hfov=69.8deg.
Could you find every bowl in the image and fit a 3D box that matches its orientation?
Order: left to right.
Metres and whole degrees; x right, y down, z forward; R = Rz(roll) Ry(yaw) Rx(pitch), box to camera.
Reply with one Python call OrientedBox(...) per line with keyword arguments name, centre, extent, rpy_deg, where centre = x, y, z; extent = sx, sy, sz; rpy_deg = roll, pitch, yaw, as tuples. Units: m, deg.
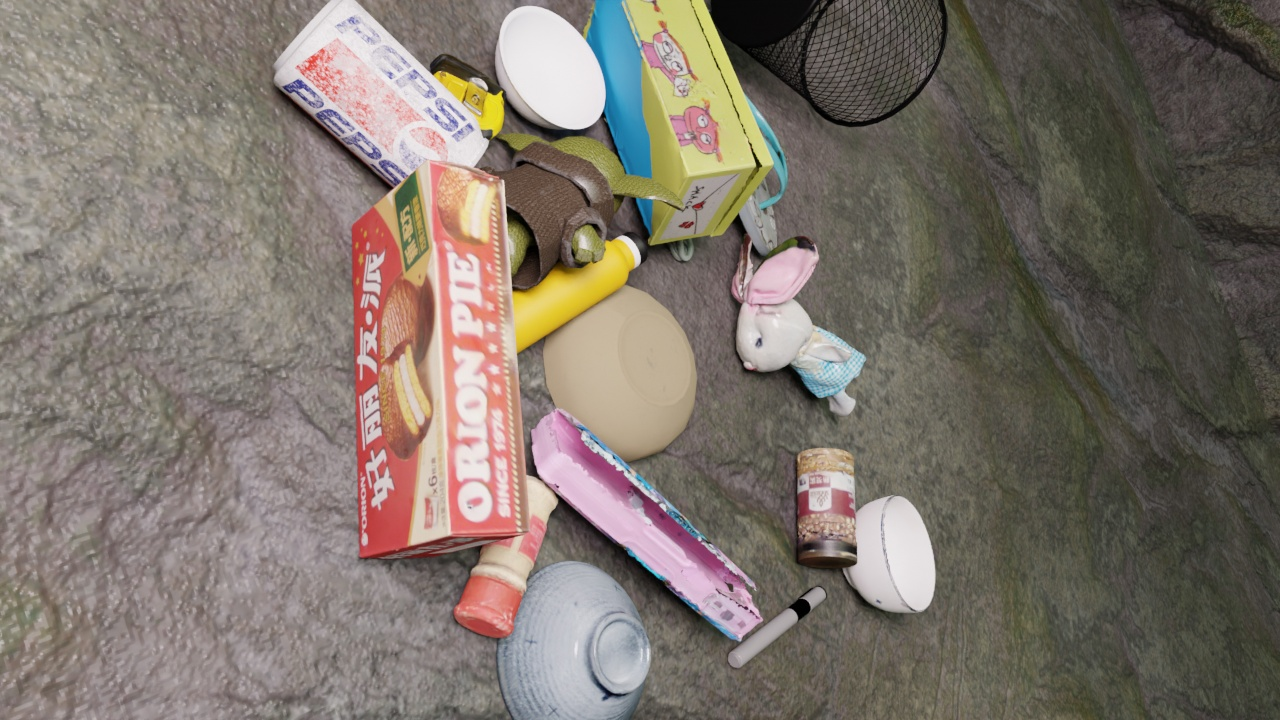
OrientedBox(name="bowl", centre=(-0.085, -0.239, 0.780), extent=(0.109, 0.041, 0.109), rpy_deg=(18, 63, -39))
OrientedBox(name="bowl", centre=(-0.030, 0.210, 0.655), extent=(0.137, 0.057, 0.137), rpy_deg=(17, 64, -39))
OrientedBox(name="bowl", centre=(-0.004, 0.005, 0.760), extent=(0.152, 0.051, 0.152), rpy_deg=(17, 64, -39))
OrientedBox(name="bowl", centre=(0.240, 0.195, 0.911), extent=(0.113, 0.063, 0.113), rpy_deg=(26, 55, -44))

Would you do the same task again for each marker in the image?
OrientedBox(name="marker", centre=(0.124, 0.237, 0.823), extent=(0.140, 0.016, 0.016), rpy_deg=(-19, 89, -45))

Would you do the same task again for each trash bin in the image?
OrientedBox(name="trash bin", centre=(0.195, -0.371, 0.981), extent=(0.209, 0.185, 0.184), rpy_deg=(9, 69, -47))

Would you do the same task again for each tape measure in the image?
OrientedBox(name="tape measure", centre=(-0.137, -0.199, 0.717), extent=(0.065, 0.037, 0.064), rpy_deg=(29, 56, -34))

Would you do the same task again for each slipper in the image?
OrientedBox(name="slipper", centre=(0.103, -0.237, 0.915), extent=(0.269, 0.055, 0.098), rpy_deg=(66, 24, -18))

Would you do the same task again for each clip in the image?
OrientedBox(name="clip", centre=(0.031, -0.127, 0.860), extent=(0.023, 0.059, 0.076), rpy_deg=(-43, 120, -42))

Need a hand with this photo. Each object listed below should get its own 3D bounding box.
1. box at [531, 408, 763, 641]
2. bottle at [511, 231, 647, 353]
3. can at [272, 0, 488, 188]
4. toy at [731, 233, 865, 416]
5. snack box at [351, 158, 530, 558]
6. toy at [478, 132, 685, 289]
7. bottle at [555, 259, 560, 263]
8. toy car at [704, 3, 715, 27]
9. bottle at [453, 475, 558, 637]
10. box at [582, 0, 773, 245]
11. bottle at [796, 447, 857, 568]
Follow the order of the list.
OrientedBox(name="box", centre=(0.012, 0.121, 0.710), extent=(0.230, 0.053, 0.084), rpy_deg=(44, 9, -23))
OrientedBox(name="bottle", centre=(-0.055, -0.057, 0.714), extent=(0.143, 0.043, 0.043), rpy_deg=(-35, 100, -29))
OrientedBox(name="can", centre=(-0.179, -0.178, 0.640), extent=(0.136, 0.078, 0.078), rpy_deg=(42, 50, -25))
OrientedBox(name="toy", centre=(0.144, -0.017, 0.901), extent=(0.105, 0.131, 0.205), rpy_deg=(-41, 116, -12))
OrientedBox(name="snack box", centre=(-0.134, 0.003, 0.593), extent=(0.060, 0.113, 0.236), rpy_deg=(7, 70, -41))
OrientedBox(name="toy", centre=(-0.074, -0.114, 0.690), extent=(0.152, 0.179, 0.078), rpy_deg=(-42, 147, -38))
OrientedBox(name="bottle", centre=(-0.061, -0.127, 0.769), extent=(0.030, 0.030, 0.112), rpy_deg=(29, 57, -33))
OrientedBox(name="toy car", centre=(0.063, -0.332, 0.959), extent=(0.042, 0.036, 0.091), rpy_deg=(-11, 78, -46))
OrientedBox(name="bottle", centre=(-0.091, 0.134, 0.636), extent=(0.044, 0.044, 0.108), rpy_deg=(39, 51, -27))
OrientedBox(name="box", centre=(0.023, -0.225, 0.788), extent=(0.080, 0.125, 0.220), rpy_deg=(-11, 70, -20))
OrientedBox(name="bottle", centre=(0.178, 0.142, 0.881), extent=(0.056, 0.056, 0.105), rpy_deg=(23, 60, -37))
